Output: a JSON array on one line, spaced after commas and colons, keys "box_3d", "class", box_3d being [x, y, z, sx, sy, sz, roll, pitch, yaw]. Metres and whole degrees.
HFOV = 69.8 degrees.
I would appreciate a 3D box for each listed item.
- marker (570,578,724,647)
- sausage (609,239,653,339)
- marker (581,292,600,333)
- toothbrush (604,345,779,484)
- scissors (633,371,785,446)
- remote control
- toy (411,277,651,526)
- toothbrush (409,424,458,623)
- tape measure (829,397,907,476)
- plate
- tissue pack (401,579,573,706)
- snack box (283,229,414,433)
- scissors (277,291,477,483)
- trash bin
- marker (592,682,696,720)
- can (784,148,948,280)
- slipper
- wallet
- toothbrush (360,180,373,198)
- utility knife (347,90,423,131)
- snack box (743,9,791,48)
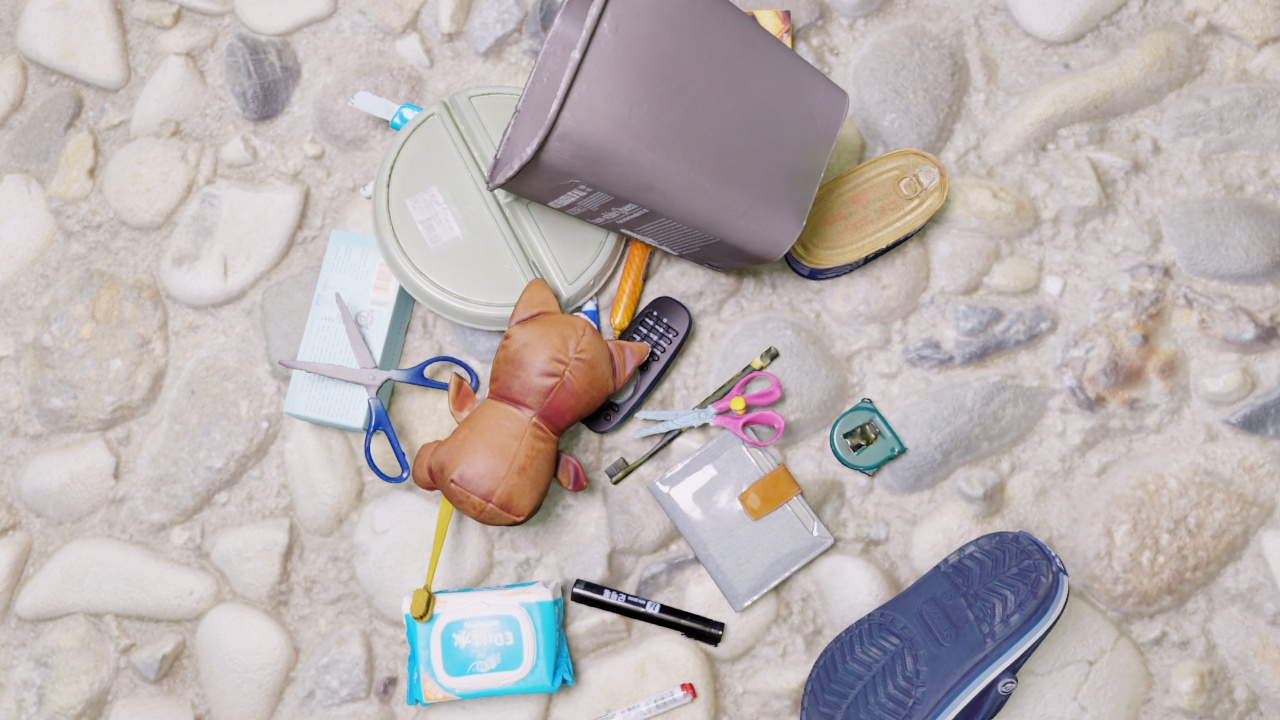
[{"box_3d": [0.005, 0.212, 0.772, 0.132, 0.020, 0.022, 15, 111, 7], "class": "marker"}, {"box_3d": [0.000, -0.098, 0.825, 0.021, 0.021, 0.165, 16, 82, 8], "class": "sausage"}, {"box_3d": [-0.049, -0.087, 0.831, 0.017, 0.017, 0.145, -6, 80, 5], "class": "marker"}, {"box_3d": [0.045, 0.046, 0.801, 0.186, 0.012, 0.017, -38, 68, -1], "class": "toothbrush"}, {"box_3d": [0.057, 0.055, 0.776, 0.137, 0.017, 0.076, -17, 59, 7], "class": "scissors"}, {"box_3d": [-0.005, 0.005, 0.805, 0.053, 0.024, 0.136, 38, 91, 18], "class": "remote control"}, {"box_3d": [-0.091, 0.041, 0.762, 0.140, 0.130, 0.199, 30, 88, -19], "class": "toy"}, {"box_3d": [-0.165, 0.125, 0.774, 0.016, 0.017, 0.189, 3, 60, 9], "class": "toothbrush"}, {"box_3d": [0.188, 0.067, 0.775, 0.054, 0.025, 0.058, -34, 78, -2], "class": "tape measure"}, {"box_3d": [-0.122, -0.140, 0.810, 0.230, 0.027, 0.230, 1, 78, -6], "class": "plate"}, {"box_3d": [-0.127, 0.233, 0.759, 0.140, 0.063, 0.090, -7, 79, 5], "class": "tissue pack"}, {"box_3d": [-0.255, -0.026, 0.823, 0.074, 0.051, 0.174, 11, 81, 6], "class": "snack box"}, {"box_3d": [-0.219, 0.022, 0.788, 0.162, 0.012, 0.176, -13, 94, -28], "class": "scissors"}, {"box_3d": [0.020, -0.185, 0.729, 0.219, 0.199, 0.198, 25, 83, -19], "class": "trash bin"}, {"box_3d": [-0.023, 0.300, 0.761, 0.145, 0.017, 0.017, -22, 79, 2], "class": "marker"}, {"box_3d": [0.193, -0.124, 0.795, 0.148, 0.049, 0.074, -30, 79, 0], "class": "can"}, {"box_3d": [0.228, 0.236, 0.711, 0.095, 0.105, 0.253, 35, 101, -30], "class": "slipper"}, {"box_3d": [0.085, 0.128, 0.769, 0.106, 0.037, 0.129, -36, 79, 0], "class": "wallet"}, {"box_3d": [-0.178, -0.196, 0.863, 0.189, 0.020, 0.029, -25, 72, 2], "class": "toothbrush"}, {"box_3d": [-0.178, -0.207, 0.842, 0.185, 0.018, 0.034, 21, 100, -4], "class": "utility knife"}, {"box_3d": [0.068, -0.274, 0.844, 0.140, 0.034, 0.087, 0, 80, 8], "class": "snack box"}]
